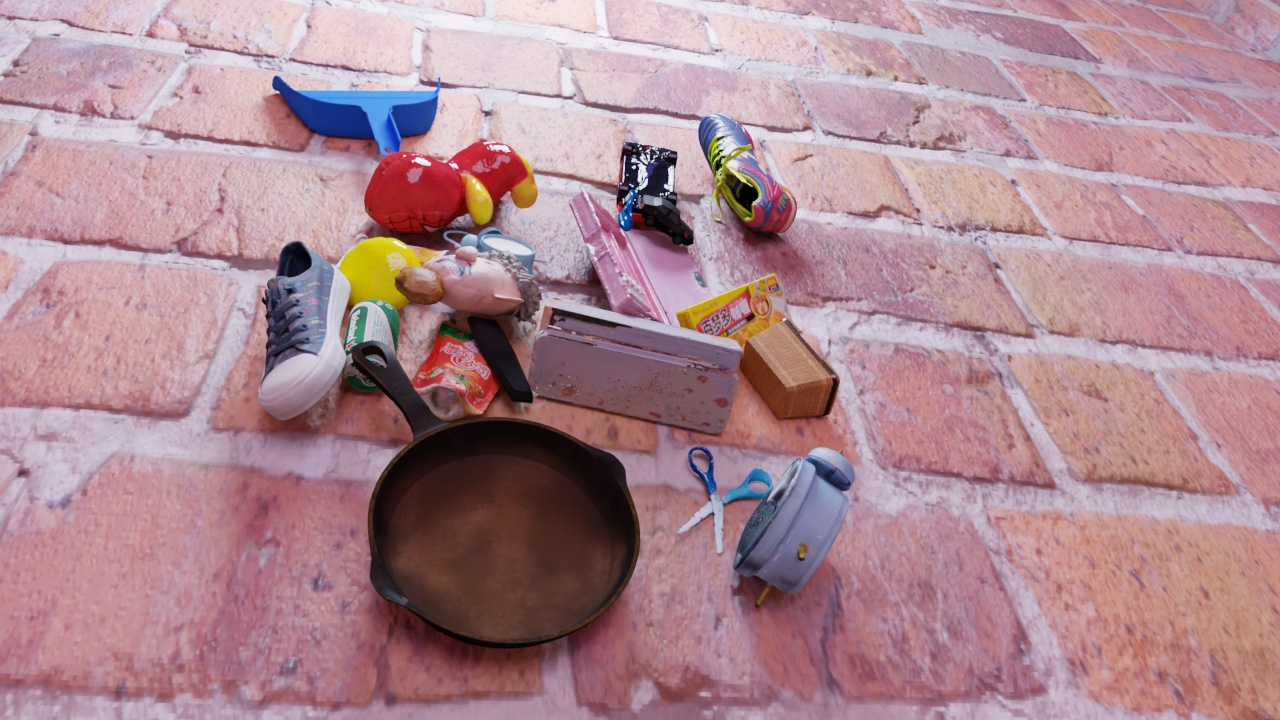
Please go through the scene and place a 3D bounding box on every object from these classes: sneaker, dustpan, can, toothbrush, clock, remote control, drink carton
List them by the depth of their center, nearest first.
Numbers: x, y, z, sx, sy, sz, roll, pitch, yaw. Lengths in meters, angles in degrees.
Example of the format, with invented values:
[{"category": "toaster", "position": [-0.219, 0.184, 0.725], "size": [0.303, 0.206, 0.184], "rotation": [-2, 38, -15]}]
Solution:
[{"category": "clock", "position": [0.141, 0.138, 0.826], "size": [0.060, 0.118, 0.161], "rotation": [32, 48, 4]}, {"category": "sneaker", "position": [-0.343, -0.036, 0.901], "size": [0.087, 0.079, 0.235], "rotation": [-26, 37, 8]}, {"category": "can", "position": [-0.275, -0.017, 0.939], "size": [0.053, 0.053, 0.101], "rotation": [3, 40, -12]}, {"category": "remote control", "position": [-0.146, -0.003, 0.961], "size": [0.039, 0.010, 0.124], "rotation": [10, 37, -44]}, {"category": "drink carton", "position": [-0.287, -0.119, 1.076], "size": [0.122, 0.039, 0.069], "rotation": [10, 40, 5]}, {"category": "clock", "position": [-0.180, -0.130, 1.104], "size": [0.123, 0.042, 0.087], "rotation": [23, 22, 10]}, {"category": "toothbrush", "position": [-0.016, -0.189, 1.163], "size": [0.021, 0.016, 0.132], "rotation": [35, 27, -15]}, {"category": "dustpan", "position": [-0.379, -0.346, 1.298], "size": [0.245, 0.060, 0.257], "rotation": [-7, 45, -23]}, {"category": "sneaker", "position": [0.133, -0.278, 1.315], "size": [0.091, 0.116, 0.241], "rotation": [-4, 48, -34]}]

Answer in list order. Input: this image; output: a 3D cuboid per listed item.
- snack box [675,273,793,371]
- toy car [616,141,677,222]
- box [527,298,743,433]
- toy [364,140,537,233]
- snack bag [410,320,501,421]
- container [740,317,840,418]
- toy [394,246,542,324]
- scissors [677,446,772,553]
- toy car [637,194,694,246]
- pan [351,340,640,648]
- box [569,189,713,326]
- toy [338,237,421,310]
[{"category": "snack box", "position": [0.113, -0.045, 1.071], "size": [0.151, 0.025, 0.075], "rotation": [-23, 94, -36]}, {"category": "toy car", "position": [0.009, -0.251, 1.295], "size": [0.081, 0.056, 0.189], "rotation": [8, 40, -5]}, {"category": "box", "position": [-0.003, -0.008, 0.976], "size": [0.216, 0.095, 0.107], "rotation": [12, 38, -3]}, {"category": "toy", "position": [-0.243, -0.219, 1.151], "size": [0.215, 0.099, 0.148], "rotation": [-19, 24, -35]}, {"category": "snack bag", "position": [-0.182, 0.003, 0.961], "size": [0.087, 0.044, 0.154], "rotation": [25, 32, -7]}, {"category": "container", "position": [0.163, 0.013, 1.026], "size": [0.061, 0.063, 0.114], "rotation": [-15, 47, -21]}, {"category": "toy", "position": [-0.187, -0.087, 0.995], "size": [0.133, 0.076, 0.175], "rotation": [21, 17, 35]}, {"category": "scissors", "position": [0.067, 0.131, 0.897], "size": [0.110, 0.015, 0.132], "rotation": [37, 49, 21]}, {"category": "toy car", "position": [0.037, -0.185, 1.201], "size": [0.091, 0.036, 0.042], "rotation": [31, 26, -16]}, {"category": "pan", "position": [-0.157, 0.107, 0.815], "size": [0.248, 0.043, 0.356], "rotation": [-24, 57, -36]}, {"category": "box", "position": [0.005, -0.105, 1.133], "size": [0.179, 0.059, 0.232], "rotation": [19, 32, -33]}, {"category": "toy", "position": [-0.291, -0.095, 1.023], "size": [0.095, 0.041, 0.094], "rotation": [28, 72, 13]}]
